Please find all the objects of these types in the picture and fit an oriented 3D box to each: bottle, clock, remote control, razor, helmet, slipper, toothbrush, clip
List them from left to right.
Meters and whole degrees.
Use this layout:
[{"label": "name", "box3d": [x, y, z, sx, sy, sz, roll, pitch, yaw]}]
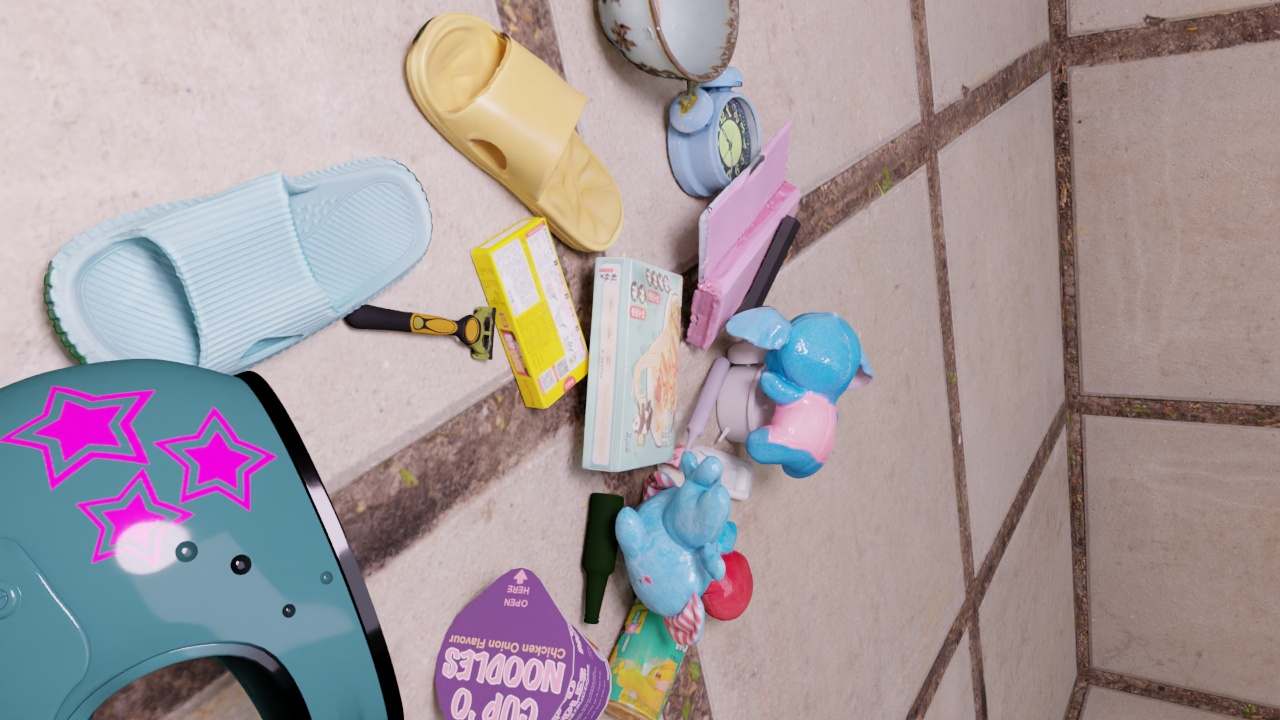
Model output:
[{"label": "helmet", "box3d": [-0.248, 0.139, 0.438, 0.199, 0.177, 0.274, -23, 87, -34]}, {"label": "slipper", "box3d": [-0.222, -0.063, 0.581, 0.275, 0.070, 0.116, -37, 125, -47]}, {"label": "razor", "box3d": [-0.165, -0.027, 0.703, 0.144, 0.021, 0.044, 7, 87, -52]}, {"label": "slipper", "box3d": [-0.078, -0.185, 0.761, 0.263, 0.079, 0.099, 46, 55, -46]}, {"label": "bottle", "box3d": [-0.039, 0.190, 0.880, 0.033, 0.033, 0.123, 15, 81, -54]}, {"label": "bottle", "box3d": [0.024, 0.264, 0.942, 0.068, 0.068, 0.209, 55, 50, -40]}, {"label": "clip", "box3d": [0.039, 0.100, 0.993, 0.059, 0.023, 0.045, 48, 50, -46]}, {"label": "toothbrush", "box3d": [0.068, 0.055, 0.991, 0.187, 0.019, 0.018, -62, 142, -51]}, {"label": "clock", "box3d": [0.076, -0.249, 0.984, 0.117, 0.060, 0.162, -57, 138, -34]}, {"label": "remote control", "box3d": [0.097, 0.133, 1.073, 0.133, 0.022, 0.050, 22, 74, -53]}, {"label": "clock", "box3d": [0.144, 0.033, 1.099, 0.120, 0.061, 0.159, 31, 68, -51]}, {"label": "remote control", "box3d": [0.149, -0.103, 1.064, 0.133, 0.013, 0.058, -65, 166, 8]}]

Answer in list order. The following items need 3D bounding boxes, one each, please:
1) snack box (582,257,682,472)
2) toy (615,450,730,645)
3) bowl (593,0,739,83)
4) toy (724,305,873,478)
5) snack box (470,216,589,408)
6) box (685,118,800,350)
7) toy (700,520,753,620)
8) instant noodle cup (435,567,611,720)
[{"label": "snack box", "box3d": [-0.005, 0.005, 0.884, 0.141, 0.044, 0.193, 4, 90, -68]}, {"label": "toy", "box3d": [0.031, 0.163, 0.863, 0.181, 0.114, 0.183, 110, -23, -46]}, {"label": "bowl", "box3d": [0.014, -0.337, 0.862, 0.159, 0.094, 0.160, -5, 97, -54]}, {"label": "toy", "box3d": [0.178, 0.033, 1.031, 0.223, 0.099, 0.191, 21, 83, -42]}, {"label": "snack box", "box3d": [-0.091, -0.040, 0.797, 0.075, 0.025, 0.152, -43, 125, -44]}, {"label": "box", "box3d": [0.121, -0.140, 1.015, 0.231, 0.040, 0.179, -51, 157, -38]}, {"label": "toy", "box3d": [0.087, 0.232, 1.041, 0.092, 0.062, 0.133, -9, 83, -62]}, {"label": "instant noodle cup", "box3d": [-0.084, 0.256, 0.767, 0.122, 0.122, 0.136, 49, 45, -56]}]
